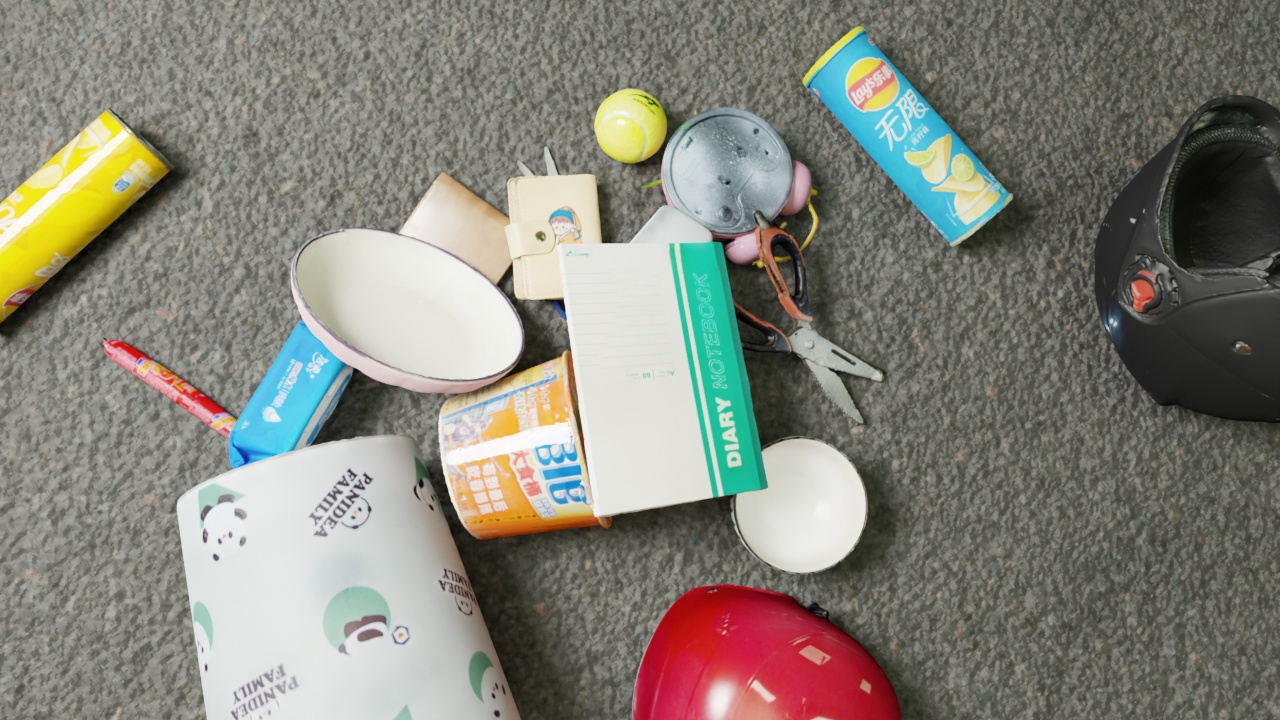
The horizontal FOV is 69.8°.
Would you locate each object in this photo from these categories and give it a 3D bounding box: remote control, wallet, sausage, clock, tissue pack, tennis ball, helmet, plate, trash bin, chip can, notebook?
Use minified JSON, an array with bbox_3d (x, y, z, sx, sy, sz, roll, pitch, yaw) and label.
[{"bbox_3d":[0.008,-0.075,0.766,0.056,0.020,0.135,34,59,5],"label":"remote control"},{"bbox_3d":[-0.077,-0.111,0.823,0.087,0.024,0.115,-4,82,-11],"label":"wallet"},{"bbox_3d":[-0.171,-0.097,0.833,0.101,0.020,0.115,36,85,-1],"label":"wallet"},{"bbox_3d":[-0.405,0.025,0.801,0.156,0.020,0.020,34,82,0],"label":"sausage"},{"bbox_3d":[0.091,-0.153,0.838,0.158,0.060,0.117,35,81,2],"label":"clock"},{"bbox_3d":[-0.287,0.033,0.771,0.052,0.095,0.157,30,82,-6],"label":"tissue pack"},{"bbox_3d":[-0.009,-0.213,0.833,0.065,0.065,0.065,0,83,-4],"label":"tennis ball"},{"bbox_3d":[0.505,-0.076,0.775,0.233,0.231,0.274,-32,88,-22],"label":"helmet"},{"bbox_3d":[-0.189,-0.036,0.745,0.192,0.192,0.039,32,120,0],"label":"plate"},{"bbox_3d":[0.116,0.300,0.750,0.240,0.144,0.206,15,81,-4],"label":"helmet"},{"bbox_3d":[-0.226,0.203,0.700,0.229,0.230,0.251,-17,79,-6],"label":"trash bin"},{"bbox_3d":[-0.506,-0.118,0.784,0.072,0.072,0.213,44,81,1],"label":"chip can"},{"bbox_3d":[0.246,-0.206,0.849,0.071,0.071,0.210,-41,88,-8],"label":"chip can"},{"bbox_3d":[0.018,0.008,0.719,0.150,0.012,0.209,-5,80,-26],"label":"notebook"}]

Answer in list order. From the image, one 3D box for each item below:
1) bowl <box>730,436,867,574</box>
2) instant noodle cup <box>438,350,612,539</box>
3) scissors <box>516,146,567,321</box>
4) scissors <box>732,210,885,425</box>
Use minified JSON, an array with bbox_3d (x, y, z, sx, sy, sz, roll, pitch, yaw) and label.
[{"bbox_3d":[0.133,0.125,0.806,0.116,0.066,0.116,0,85,-4],"label":"bowl"},{"bbox_3d":[-0.094,0.077,0.759,0.111,0.151,0.151,-14,85,3],"label":"instant noodle cup"},{"bbox_3d":[-0.071,-0.110,0.845,0.170,0.012,0.144,32,82,1],"label":"scissors"},{"bbox_3d":[0.133,-0.031,0.809,0.188,0.015,0.224,-15,95,-28],"label":"scissors"}]
